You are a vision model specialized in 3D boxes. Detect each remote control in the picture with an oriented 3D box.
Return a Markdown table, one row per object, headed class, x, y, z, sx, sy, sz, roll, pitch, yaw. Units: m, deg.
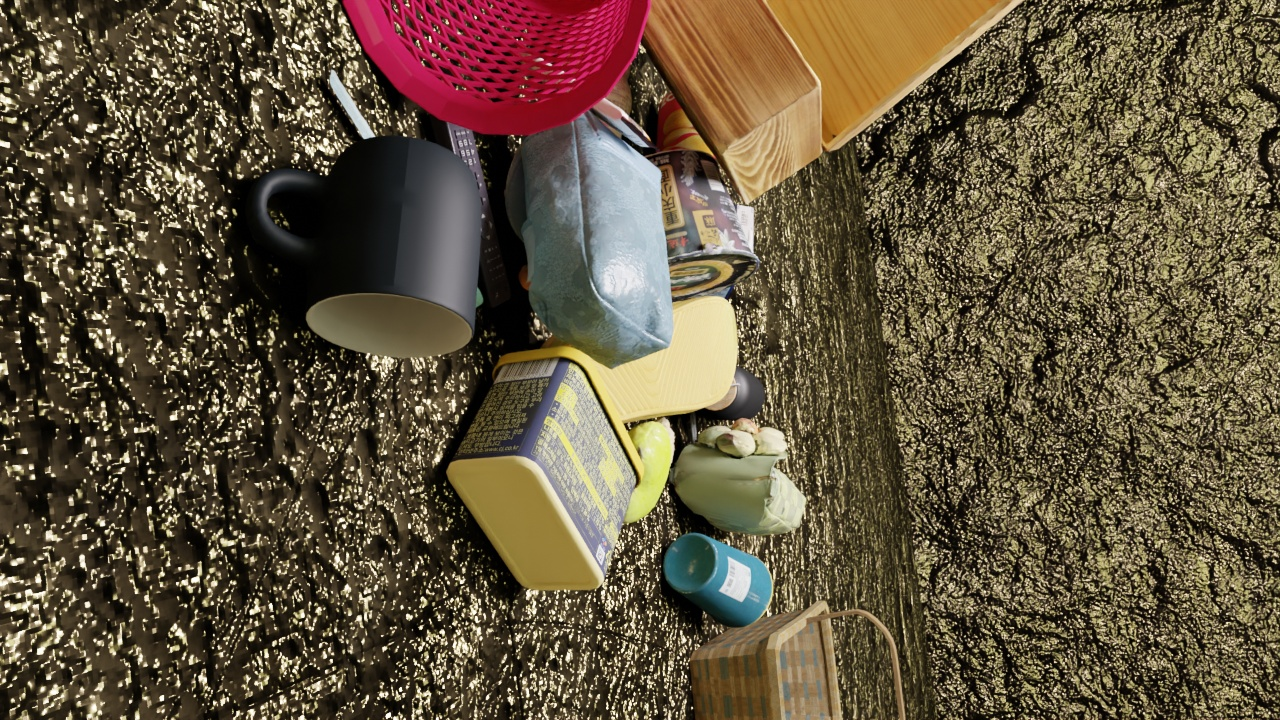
| class | x | y | z | sx | sy | sz | roll | pitch | yaw |
| --- | --- | --- | --- | --- | --- | --- | --- | --- | --- |
| remote control | -0.116 | -0.104 | 0.632 | 0.032 | 0.015 | 0.136 | -44 | 125 | -64 |

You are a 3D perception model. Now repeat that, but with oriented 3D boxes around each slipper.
| class | x | y | z | sx | sy | sz | roll | pitch | yaw |
| --- | --- | --- | --- | --- | --- | --- | --- | --- | --- |
| slipper | -0.005 | 0.005 | 0.796 | 0.262 | 0.079 | 0.099 | -13 | 94 | -51 |

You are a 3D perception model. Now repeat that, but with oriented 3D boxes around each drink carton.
| class | x | y | z | sx | sy | sz | roll | pitch | yaw |
| --- | --- | --- | --- | --- | --- | --- | --- | --- | --- |
| drink carton | 0.088 | -0.114 | 1.021 | 0.130 | 0.040 | 0.064 | 114 | -18 | -60 |

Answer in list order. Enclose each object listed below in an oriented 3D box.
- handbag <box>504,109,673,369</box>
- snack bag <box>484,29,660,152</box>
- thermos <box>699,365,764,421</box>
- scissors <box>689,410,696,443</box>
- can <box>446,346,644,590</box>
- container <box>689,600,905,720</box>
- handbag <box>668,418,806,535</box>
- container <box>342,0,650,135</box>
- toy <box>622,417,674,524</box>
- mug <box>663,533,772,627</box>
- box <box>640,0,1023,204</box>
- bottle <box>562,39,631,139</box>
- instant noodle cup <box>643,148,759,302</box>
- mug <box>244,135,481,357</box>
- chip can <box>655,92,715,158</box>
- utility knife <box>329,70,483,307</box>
| class | x | y | z | sx | sy | sz | roll | pitch | yaw |
| --- | --- | --- | --- | --- | --- | --- | --- | --- | --- |
| handbag | -0.042 | -0.088 | 0.677 | 0.121 | 0.119 | 0.191 | 27 | 50 | -49 |
| snack bag | -0.051 | -0.204 | 0.690 | 0.013 | 0.158 | 0.057 | -55 | 155 | 7 |
| thermos | 0.093 | 0.034 | 0.989 | 0.231 | 0.061 | 0.061 | 18 | 65 | -76 |
| scissors | 0.052 | 0.010 | 0.999 | 0.128 | 0.019 | 0.140 | -76 | 156 | -53 |
| can | -0.061 | 0.076 | 0.626 | 0.104 | 0.075 | 0.135 | -70 | 144 | -46 |
| container | 0.178 | 0.345 | 0.963 | 0.249 | 0.187 | 0.157 | 13 | 70 | -67 |
| handbag | 0.112 | 0.123 | 0.979 | 0.186 | 0.113 | 0.116 | 42 | 58 | -60 |
| container | -0.072 | -0.278 | 0.618 | 0.225 | 0.183 | 0.183 | -78 | 151 | -57 |
| toy | 0.004 | 0.092 | 0.805 | 0.115 | 0.046 | 0.092 | -38 | 144 | -70 |
| mug | 0.075 | 0.216 | 0.915 | 0.121 | 0.078 | 0.078 | 42 | 44 | -52 |
| box | 0.145 | -0.352 | 0.844 | 0.279 | 0.315 | 0.282 | 57 | 7 | 7 |
| bottle | -0.039 | -0.224 | 0.809 | 0.063 | 0.063 | 0.108 | 24 | 62 | -65 |
| instant noodle cup | 0.032 | -0.125 | 0.857 | 0.137 | 0.137 | 0.112 | 20 | 57 | -65 |
| mug | -0.143 | -0.064 | 0.480 | 0.121 | 0.085 | 0.094 | 16 | 63 | -34 |
| chip can | 0.047 | -0.192 | 0.998 | 0.069 | 0.069 | 0.220 | 50 | 37 | -52 |
| utility knife | -0.141 | -0.099 | 0.568 | 0.022 | 0.016 | 0.179 | -78 | 152 | -44 |
